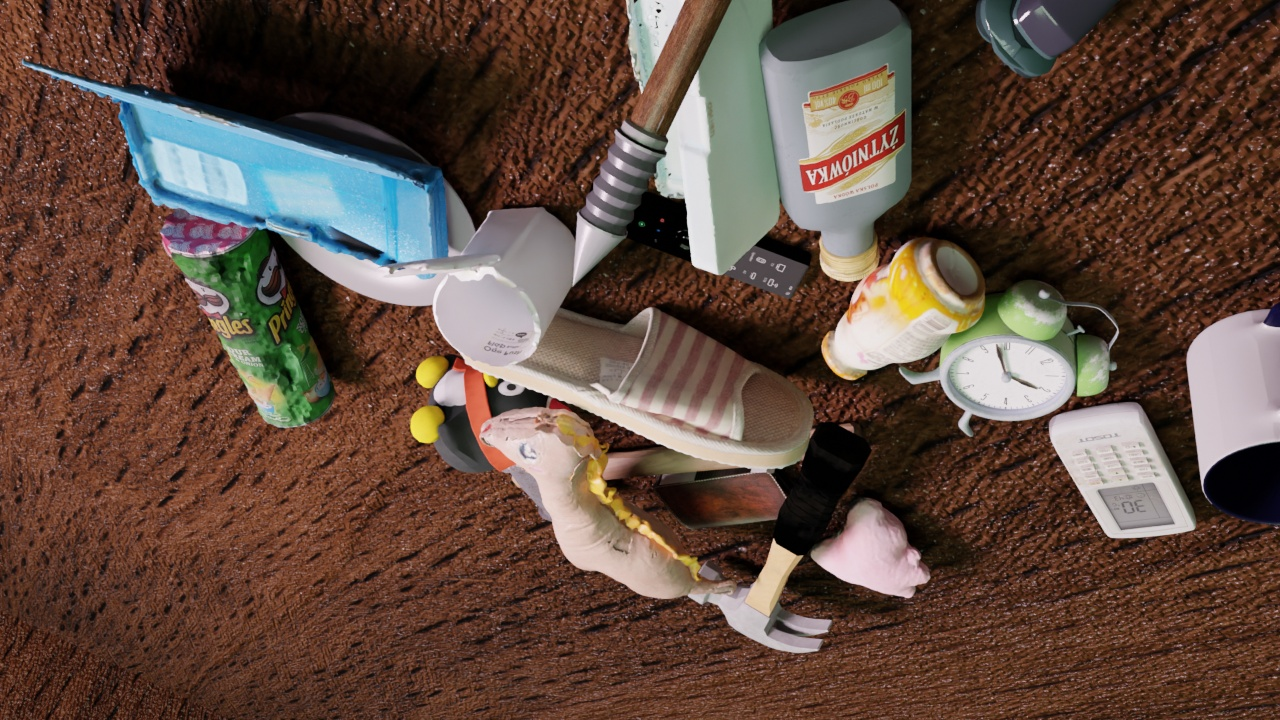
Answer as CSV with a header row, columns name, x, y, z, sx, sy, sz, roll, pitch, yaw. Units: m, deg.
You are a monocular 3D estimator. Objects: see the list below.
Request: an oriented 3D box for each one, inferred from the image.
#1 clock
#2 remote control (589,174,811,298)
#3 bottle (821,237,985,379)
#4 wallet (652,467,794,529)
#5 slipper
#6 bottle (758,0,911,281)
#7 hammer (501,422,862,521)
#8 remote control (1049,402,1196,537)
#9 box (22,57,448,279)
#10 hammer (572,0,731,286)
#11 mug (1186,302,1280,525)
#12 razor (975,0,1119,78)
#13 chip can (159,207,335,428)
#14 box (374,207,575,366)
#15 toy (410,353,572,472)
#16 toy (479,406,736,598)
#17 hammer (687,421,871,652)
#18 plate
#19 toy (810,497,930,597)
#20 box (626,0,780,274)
name,x,y,z,sx,sy,sz,roll,pitch,yaw
clock,0.238,-0.004,0.580,0.094,0.042,0.120,39,139,-23
remote control,0.036,-0.080,0.603,0.150,0.013,0.034,21,142,0
bottle,0.159,-0.027,0.571,0.063,0.063,0.109,30,140,-12
wallet,0.078,0.121,0.817,0.123,0.019,0.072,-14,130,36
slipper,-0.004,0.004,0.650,0.263,0.114,0.052,18,129,11
bottle,0.110,-0.109,0.499,0.072,0.046,0.161,-17,139,3
hammer,0.027,0.085,0.783,0.329,0.052,0.098,-9,133,28
remote control,0.340,0.080,0.646,0.060,0.025,0.138,-16,129,37
box,-0.246,-0.136,0.606,0.232,0.066,0.173,17,162,4
hammer,0.039,-0.168,0.365,0.156,0.043,0.323,25,115,-6
mug,0.357,0.020,0.511,0.079,0.096,0.112,2,138,22
razor,0.211,-0.179,0.383,0.047,0.052,0.143,39,133,-17
chip can,-0.322,-0.032,0.774,0.075,0.075,0.224,11,141,12
box,-0.100,-0.053,0.588,0.085,0.159,0.119,2,128,14
toy,-0.116,0.041,0.759,0.119,0.097,0.100,-16,133,7
toy,-0.017,0.119,0.737,0.196,0.065,0.265,8,146,10
hammer,0.125,0.158,0.775,0.131,0.039,0.329,29,145,14
plate,-0.201,-0.108,0.678,0.178,0.012,0.179,13,141,10
toy,0.202,0.166,0.789,0.093,0.050,0.103,30,139,7
box,0.023,-0.155,0.489,0.096,0.085,0.199,29,146,32
